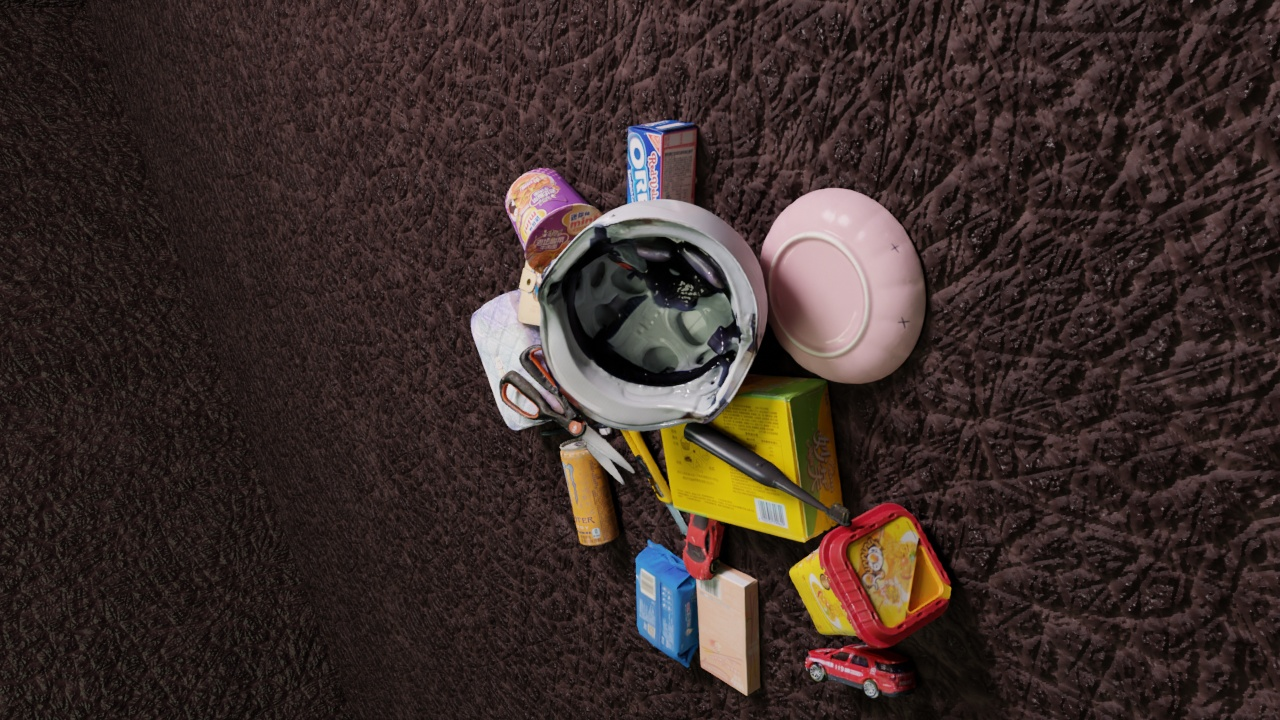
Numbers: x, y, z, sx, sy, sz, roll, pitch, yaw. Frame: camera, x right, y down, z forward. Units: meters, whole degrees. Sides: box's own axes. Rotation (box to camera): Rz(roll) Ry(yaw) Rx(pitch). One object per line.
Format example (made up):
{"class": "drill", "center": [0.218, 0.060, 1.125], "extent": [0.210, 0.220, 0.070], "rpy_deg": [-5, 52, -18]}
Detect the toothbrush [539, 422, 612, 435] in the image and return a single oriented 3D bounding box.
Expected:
{"class": "toothbrush", "center": [-0.096, 0.101, 1.320], "extent": [0.181, 0.015, 0.018], "rpy_deg": [-10, 106, 52]}

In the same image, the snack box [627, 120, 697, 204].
{"class": "snack box", "center": [0.023, -0.159, 1.023], "extent": [0.057, 0.058, 0.208], "rpy_deg": [24, 123, 41]}

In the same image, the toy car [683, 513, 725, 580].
{"class": "toy car", "center": [0.077, 0.217, 1.122], "extent": [0.049, 0.031, 0.106], "rpy_deg": [19, 103, 48]}

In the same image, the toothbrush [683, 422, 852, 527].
{"class": "toothbrush", "center": [0.124, 0.111, 0.918], "extent": [0.213, 0.026, 0.027], "rpy_deg": [28, 131, 42]}

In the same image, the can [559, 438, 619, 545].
{"class": "can", "center": [-0.071, 0.183, 1.288], "extent": [0.058, 0.058, 0.146], "rpy_deg": [0, 105, 52]}

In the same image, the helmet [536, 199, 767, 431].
{"class": "helmet", "center": [0.020, -0.058, 0.945], "extent": [0.229, 0.145, 0.259], "rpy_deg": [33, 132, 1]}

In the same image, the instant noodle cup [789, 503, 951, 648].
{"class": "instant noodle cup", "center": [0.217, 0.215, 0.902], "extent": [0.116, 0.116, 0.124], "rpy_deg": [64, 154, 10]}

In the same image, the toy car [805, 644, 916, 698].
{"class": "toy car", "center": [0.232, 0.324, 0.971], "extent": [0.121, 0.052, 0.045], "rpy_deg": [-4, 80, 46]}

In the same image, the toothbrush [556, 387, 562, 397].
{"class": "toothbrush", "center": [-0.116, -0.042, 1.241], "extent": [0.017, 0.014, 0.189], "rpy_deg": [-16, 73, 44]}

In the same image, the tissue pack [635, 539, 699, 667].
{"class": "tissue pack", "center": [0.039, 0.321, 1.213], "extent": [0.095, 0.052, 0.157], "rpy_deg": [24, 123, 47]}

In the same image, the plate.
{"class": "plate", "center": [0.180, -0.066, 0.878], "extent": [0.192, 0.038, 0.193], "rpy_deg": [25, 123, 44]}

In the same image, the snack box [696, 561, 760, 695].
{"class": "snack box", "center": [0.110, 0.331, 1.148], "extent": [0.084, 0.026, 0.157], "rpy_deg": [17, 118, 47]}

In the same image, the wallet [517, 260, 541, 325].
{"class": "wallet", "center": [-0.130, -0.104, 1.236], "extent": [0.087, 0.024, 0.115], "rpy_deg": [11, 95, 40]}

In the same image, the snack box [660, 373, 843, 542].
{"class": "snack box", "center": [0.114, 0.097, 1.006], "extent": [0.210, 0.069, 0.158], "rpy_deg": [4, 108, 51]}

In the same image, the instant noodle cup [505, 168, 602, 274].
{"class": "instant noodle cup", "center": [-0.114, -0.180, 1.154], "extent": [0.099, 0.111, 0.112], "rpy_deg": [56, 141, 31]}

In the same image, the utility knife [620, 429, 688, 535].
{"class": "utility knife", "center": [0.013, 0.142, 1.186], "extent": [0.207, 0.015, 0.033], "rpy_deg": [61, 149, 2]}

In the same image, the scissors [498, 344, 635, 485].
{"class": "scissors", "center": [-0.089, 0.068, 1.236], "extent": [0.234, 0.021, 0.162], "rpy_deg": [19, 100, 16]}

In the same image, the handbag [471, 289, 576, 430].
{"class": "handbag", "center": [-0.171, 0.003, 1.321], "extent": [0.134, 0.075, 0.194], "rpy_deg": [-23, 88, 47]}
